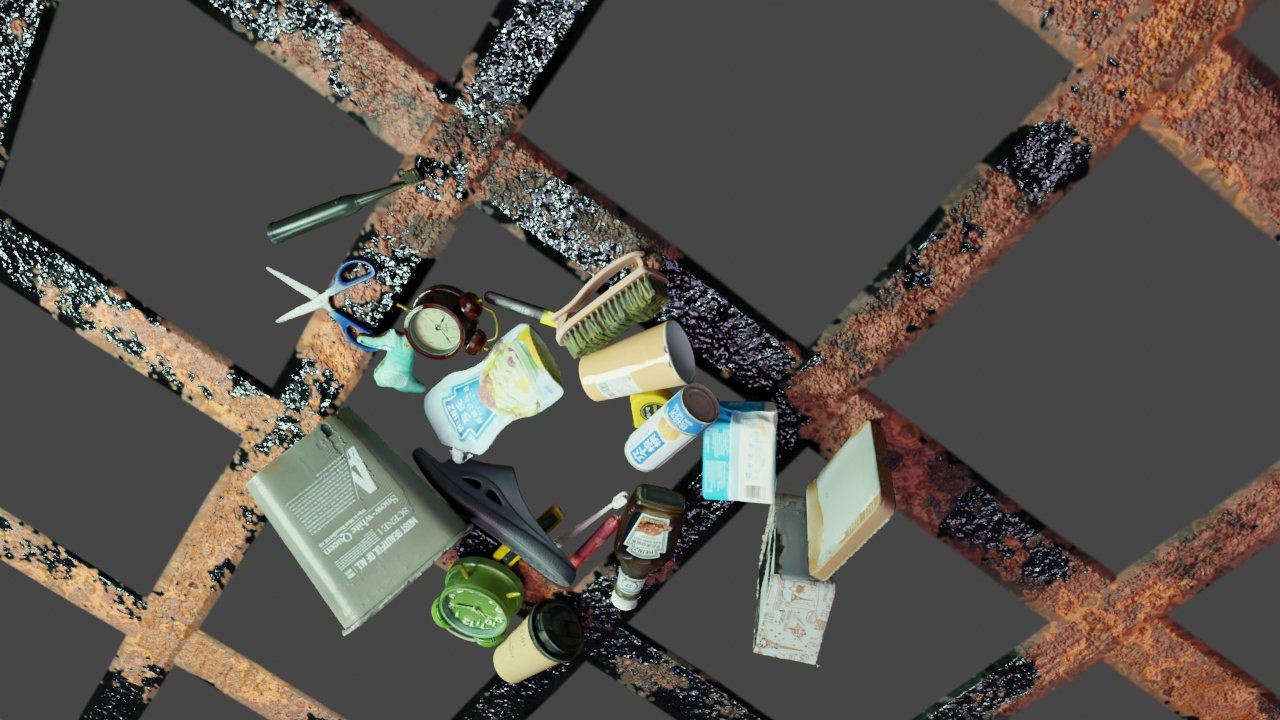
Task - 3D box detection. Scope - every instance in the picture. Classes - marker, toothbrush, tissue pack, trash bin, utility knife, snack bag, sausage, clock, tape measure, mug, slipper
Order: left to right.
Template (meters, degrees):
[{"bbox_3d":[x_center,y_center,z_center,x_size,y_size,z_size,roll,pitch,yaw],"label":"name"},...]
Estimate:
[{"bbox_3d":[-0.346,-0.182,1.075,0.213,0.026,0.027,-17,125,18],"label":"toothbrush"},{"bbox_3d":[-0.355,0.193,1.152,0.198,0.199,0.220,-40,92,-17],"label":"trash bin"},{"bbox_3d":[-0.229,-0.045,1.108,0.122,0.055,0.082,2,117,8],"label":"clock"},{"bbox_3d":[-0.233,0.349,1.305,0.116,0.056,0.162,27,127,-3],"label":"clock"},{"bbox_3d":[-0.187,0.045,1.140,0.191,0.038,0.110,-34,82,21],"label":"snack bag"},{"bbox_3d":[-0.180,0.190,1.207,0.268,0.083,0.111,38,160,2],"label":"slipper"},{"bbox_3d":[-0.158,0.246,1.267,0.033,0.015,0.155,39,117,-14],"label":"utility knife"},{"bbox_3d":[-0.130,-0.058,1.105,0.124,0.015,0.018,19,114,-1],"label":"marker"},{"bbox_3d":[-0.082,0.229,1.244,0.180,0.016,0.016,-38,103,25],"label":"toothbrush"},{"bbox_3d":[-0.072,0.259,1.257,0.020,0.020,0.156,37,117,-9],"label":"sausage"},{"bbox_3d":[-0.006,0.006,1.086,0.123,0.078,0.078,-17,113,23],"label":"mug"},{"bbox_3d":[0.016,0.055,1.129,0.057,0.028,0.060,-3,133,8],"label":"tape measure"},{"bbox_3d":[0.121,0.112,1.119,0.090,0.063,0.140,3,116,11],"label":"tissue pack"}]

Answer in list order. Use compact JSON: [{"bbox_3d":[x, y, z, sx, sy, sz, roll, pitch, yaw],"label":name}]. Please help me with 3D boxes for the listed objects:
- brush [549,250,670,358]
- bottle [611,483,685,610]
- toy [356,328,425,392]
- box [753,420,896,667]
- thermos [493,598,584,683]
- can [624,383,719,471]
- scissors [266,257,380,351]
[{"bbox_3d":[-0.040,-0.062,1.059,0.146,0.063,0.073,-34,73,19],"label":"brush"},{"bbox_3d":[0.002,0.254,1.227,0.080,0.044,0.195,14,120,-6],"label":"bottle"},{"bbox_3d":[-0.311,-0.004,1.155,0.096,0.030,0.092,12,117,-17],"label":"toy"},{"bbox_3d":[0.211,0.210,1.092,0.106,0.177,0.273,21,120,-2],"label":"box"},{"bbox_3d":[-0.148,0.404,1.310,0.093,0.092,0.144,41,124,-11],"label":"thermos"},{"bbox_3d":[0.035,0.082,1.088,0.053,0.053,0.135,36,135,-9],"label":"can"},{"bbox_3d":[-0.386,-0.074,1.146,0.176,0.012,0.163,42,117,-10],"label":"scissors"}]
